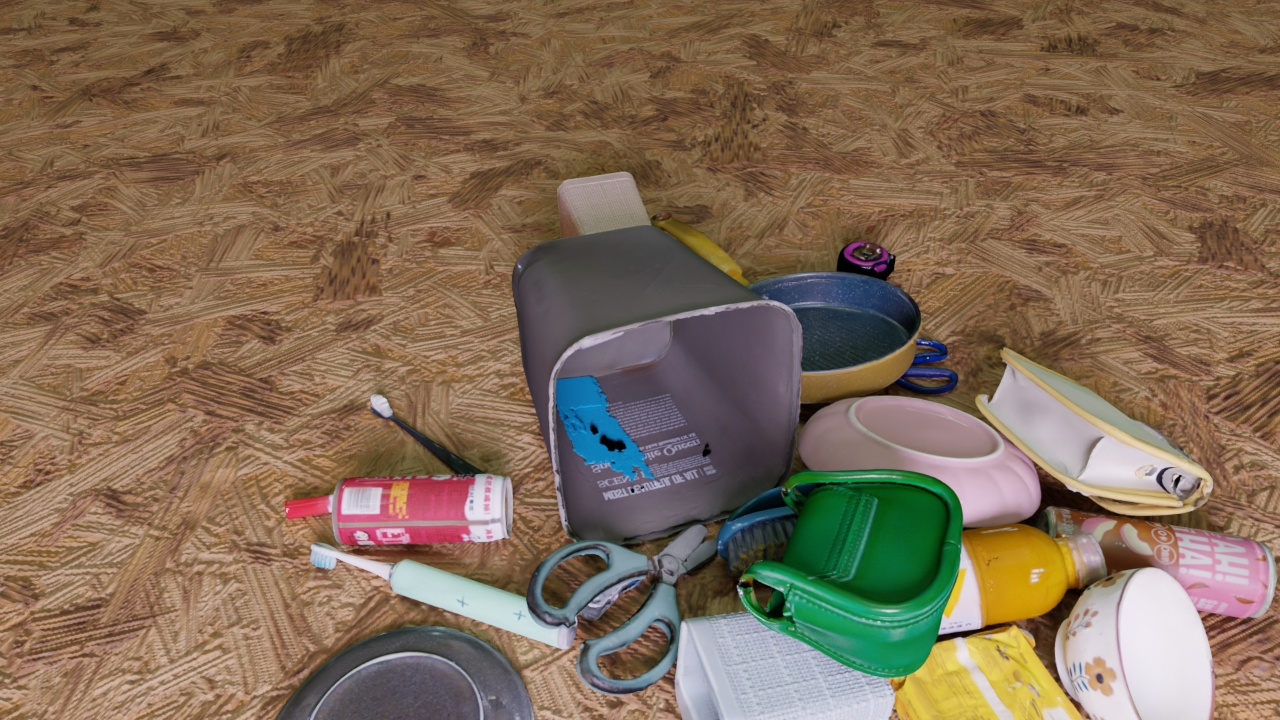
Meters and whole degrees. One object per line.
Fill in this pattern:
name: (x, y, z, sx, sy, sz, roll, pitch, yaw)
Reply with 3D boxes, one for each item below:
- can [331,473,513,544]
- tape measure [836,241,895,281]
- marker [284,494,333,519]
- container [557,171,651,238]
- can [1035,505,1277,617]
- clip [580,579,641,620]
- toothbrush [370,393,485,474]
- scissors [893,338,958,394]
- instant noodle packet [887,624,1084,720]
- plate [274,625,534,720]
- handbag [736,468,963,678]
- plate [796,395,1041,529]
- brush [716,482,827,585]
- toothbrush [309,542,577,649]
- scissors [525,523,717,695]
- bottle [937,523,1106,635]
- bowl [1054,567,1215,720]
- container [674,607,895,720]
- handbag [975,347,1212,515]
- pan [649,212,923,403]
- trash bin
can: (-0.170, 0.117, 0.724, 0.133, 0.053, 0.053, -1, 38, 0)
tape measure: (0.245, -0.106, 1.003, 0.057, 0.039, 0.057, 28, 47, 32)
marker: (-0.219, 0.113, 0.762, 0.145, 0.017, 0.017, -8, 39, -8)
container: (-0.037, -0.139, 1.019, 0.090, 0.090, 0.110, -10, 42, -11)
can: (0.368, 0.146, 0.667, 0.147, 0.058, 0.057, 8, 39, 12)
clip: (-0.023, 0.169, 0.683, 0.025, 0.032, 0.057, 30, 45, 26)
toothbrush: (-0.183, 0.074, 0.812, 0.181, 0.018, 0.015, 29, 45, 31)
scissors: (0.220, 0.001, 0.894, 0.173, 0.012, 0.132, 18, 44, 24)
instant noodle packet: (0.221, 0.233, 0.574, 0.110, 0.044, 0.128, -12, 37, -5)
plate: (-0.157, 0.243, 0.591, 0.179, 0.024, 0.179, -1, 38, 1)
handbag: (0.132, 0.122, 0.567, 0.120, 0.068, 0.131, 13, 37, 18)
plate: (0.224, 0.069, 0.737, 0.192, 0.039, 0.192, 6, 20, -3)
brush: (0.127, 0.127, 0.701, 0.143, 0.055, 0.073, -8, 39, -8)
toothbrush: (-0.152, 0.169, 0.681, 0.225, 0.027, 0.026, 13, 4, 17)
scissors: (-0.008, 0.156, 0.673, 0.143, 0.019, 0.179, 38, 45, 11)
bottle: (0.219, 0.152, 0.635, 0.189, 0.068, 0.067, -10, 38, 5)
bowl: (0.310, 0.193, 0.591, 0.062, 0.113, 0.113, -23, 14, 50)
container: (0.088, 0.210, 0.575, 0.111, 0.090, 0.090, -7, 39, -13)
handbag: (0.377, 0.068, 0.738, 0.178, 0.063, 0.163, 18, 20, -18)
pan: (0.119, -0.070, 0.930, 0.197, 0.078, 0.357, -24, 34, -26)
trash bin: (-0.005, 0.005, 0.766, 0.198, 0.199, 0.219, -12, 32, -16)
